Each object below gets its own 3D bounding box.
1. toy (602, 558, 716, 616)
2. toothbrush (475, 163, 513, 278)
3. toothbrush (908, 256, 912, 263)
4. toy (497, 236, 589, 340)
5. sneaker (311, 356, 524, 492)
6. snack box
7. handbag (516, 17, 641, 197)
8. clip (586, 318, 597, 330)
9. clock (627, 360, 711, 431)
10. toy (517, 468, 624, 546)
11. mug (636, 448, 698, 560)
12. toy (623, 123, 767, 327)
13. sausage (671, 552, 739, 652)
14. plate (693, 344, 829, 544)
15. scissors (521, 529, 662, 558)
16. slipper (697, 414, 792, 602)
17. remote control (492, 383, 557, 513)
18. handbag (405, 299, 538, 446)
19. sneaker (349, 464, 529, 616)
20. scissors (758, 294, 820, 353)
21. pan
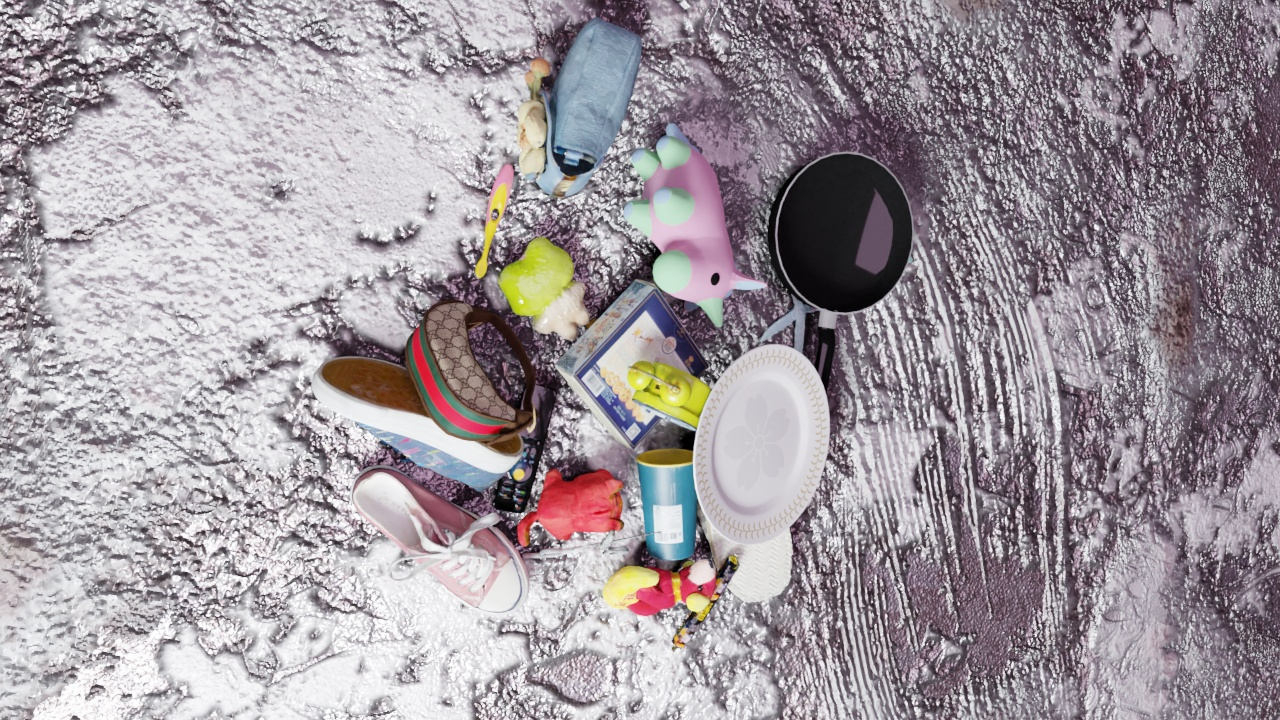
[{"bbox_3d":[0.023,0.278,1.108,0.137,0.106,0.067,-4,55,-8],"label":"toy"},{"bbox_3d":[-0.167,-0.158,1.041,0.021,0.016,0.135,16,85,-20],"label":"toothbrush"},{"bbox_3d":[0.307,-0.143,1.236,0.135,0.017,0.022,5,92,-20],"label":"toothbrush"},{"bbox_3d":[-0.104,-0.077,1.055,0.092,0.043,0.118,-47,111,-16],"label":"toy"},{"bbox_3d":[-0.247,0.073,0.999,0.235,0.087,0.079,26,118,-18],"label":"sneaker"},{"bbox_3d":[-0.006,0.006,1.077,0.144,0.043,0.144,-47,128,-14],"label":"snack box"},{"bbox_3d":[-0.076,-0.282,1.015,0.118,0.122,0.192,20,85,-12],"label":"handbag"},{"bbox_3d":[-0.045,-0.025,1.090,0.054,0.045,0.048,-29,128,-17],"label":"clip"},{"bbox_3d":[0.030,0.037,1.030,0.119,0.083,0.057,35,79,-56],"label":"clock"},{"bbox_3d":[-0.079,0.171,1.053,0.132,0.094,0.088,-18,100,-19],"label":"toy"},{"bbox_3d":[0.036,0.175,1.112,0.078,0.078,0.121,-5,99,-22],"label":"mug"},{"bbox_3d":[0.061,-0.164,1.086,0.171,0.120,0.221,29,57,-41],"label":"toy"},{"bbox_3d":[0.081,0.303,1.142,0.020,0.020,0.155,26,104,-22],"label":"sausage"},{"bbox_3d":[0.146,0.100,1.101,0.241,0.016,0.242,-7,101,-40],"label":"plate"},{"bbox_3d":[-0.056,0.215,1.064,0.175,0.141,0.014,-10,68,9],"label":"scissors"},{"bbox_3d":[0.126,0.175,1.158,0.114,0.054,0.273,-18,104,-17],"label":"slipper"},{"bbox_3d":[-0.135,0.102,1.066,0.041,0.020,0.152,16,88,-23],"label":"remote control"},{"bbox_3d":[-0.173,0.013,0.995,0.138,0.063,0.166,-8,64,-44],"label":"handbag"},{"bbox_3d":[-0.211,0.201,1.003,0.241,0.088,0.118,41,78,-18],"label":"sneaker"},{"bbox_3d":[0.227,-0.078,1.206,0.168,0.014,0.170,0,93,-22],"label":"scissors"},{"bbox_3d":[0.243,-0.087,1.181,0.204,0.044,0.355,8,93,-21],"label":"pan"}]
